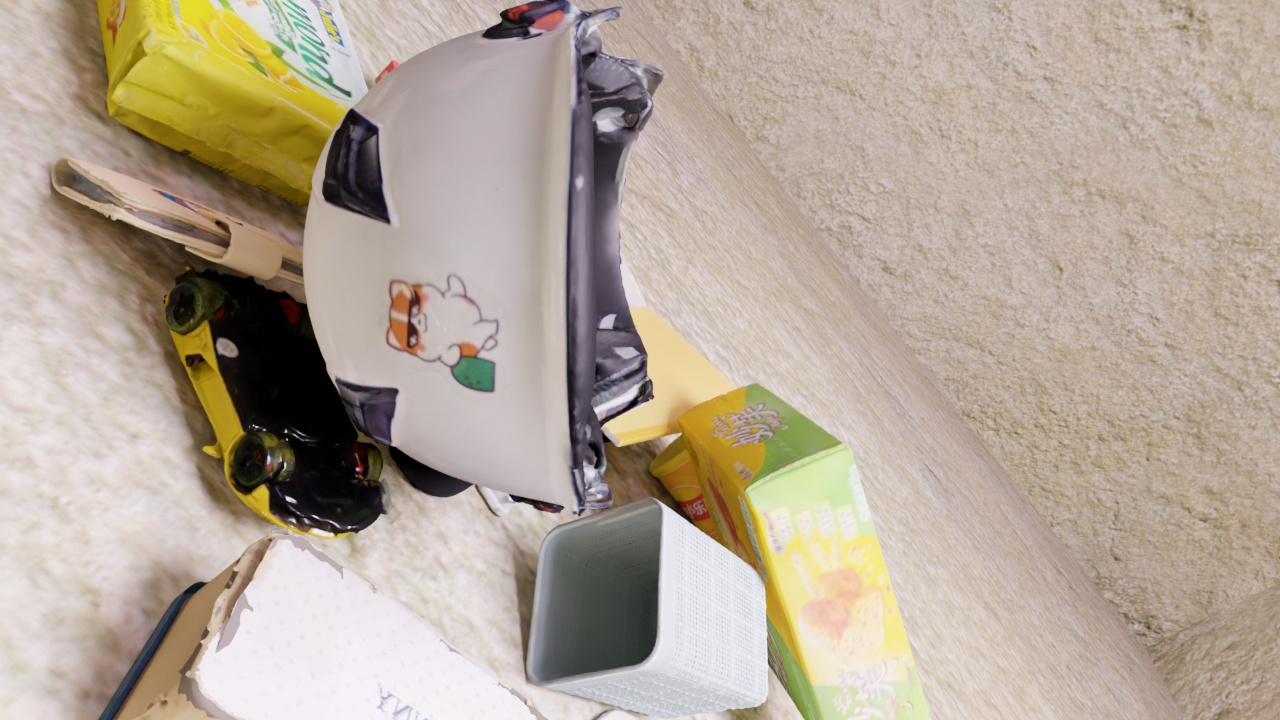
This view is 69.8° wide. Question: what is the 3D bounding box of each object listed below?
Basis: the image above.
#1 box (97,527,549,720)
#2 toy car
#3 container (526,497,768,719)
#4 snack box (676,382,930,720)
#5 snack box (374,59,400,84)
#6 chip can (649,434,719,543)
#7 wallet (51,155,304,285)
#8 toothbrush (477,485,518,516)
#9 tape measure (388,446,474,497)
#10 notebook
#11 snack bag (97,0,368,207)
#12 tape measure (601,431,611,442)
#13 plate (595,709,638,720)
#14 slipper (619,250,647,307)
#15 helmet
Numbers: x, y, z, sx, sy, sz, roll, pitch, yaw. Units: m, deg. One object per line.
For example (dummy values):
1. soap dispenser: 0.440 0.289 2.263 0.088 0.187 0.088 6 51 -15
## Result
1. box: -0.104 0.141 0.337 0.184 0.062 0.089 44 22 -19
2. toy car: -0.169 0.018 0.418 0.155 0.041 0.071 56 20 23
3. container: 0.010 0.144 0.510 0.111 0.090 0.089 36 44 -39
4. snack box: 0.104 0.135 0.612 0.157 0.070 0.210 -135 -155 -72
5. snack box: -0.156 -0.159 0.714 0.075 0.026 0.152 21 40 -53
6. chip can: 0.098 0.148 0.748 0.213 0.072 0.072 52 20 -5
7. wallet: -0.209 -0.063 0.445 0.087 0.024 0.115 29 2 36
8. toothbrush: -0.126 0.015 0.555 0.180 0.016 0.016 56 14 9
9. tape measure: -0.108 0.044 0.511 0.058 0.039 0.057 44 22 -22
10. notebook: -0.004 0.004 0.712 0.146 0.010 0.205 44 25 23
11. snack bag: -0.252 -0.201 0.560 0.158 0.068 0.246 24 35 -52
12. tape measure: -0.039 0.029 0.698 0.065 0.034 0.066 58 18 18
13. plate: 0.012 0.254 0.441 0.163 0.034 0.164 58 22 12
14. slipper: -0.065 -0.102 0.805 0.274 0.054 0.114 58 23 -30
15. helmet: -0.076 -0.049 0.439 0.273 0.157 0.230 -68 160 -70
